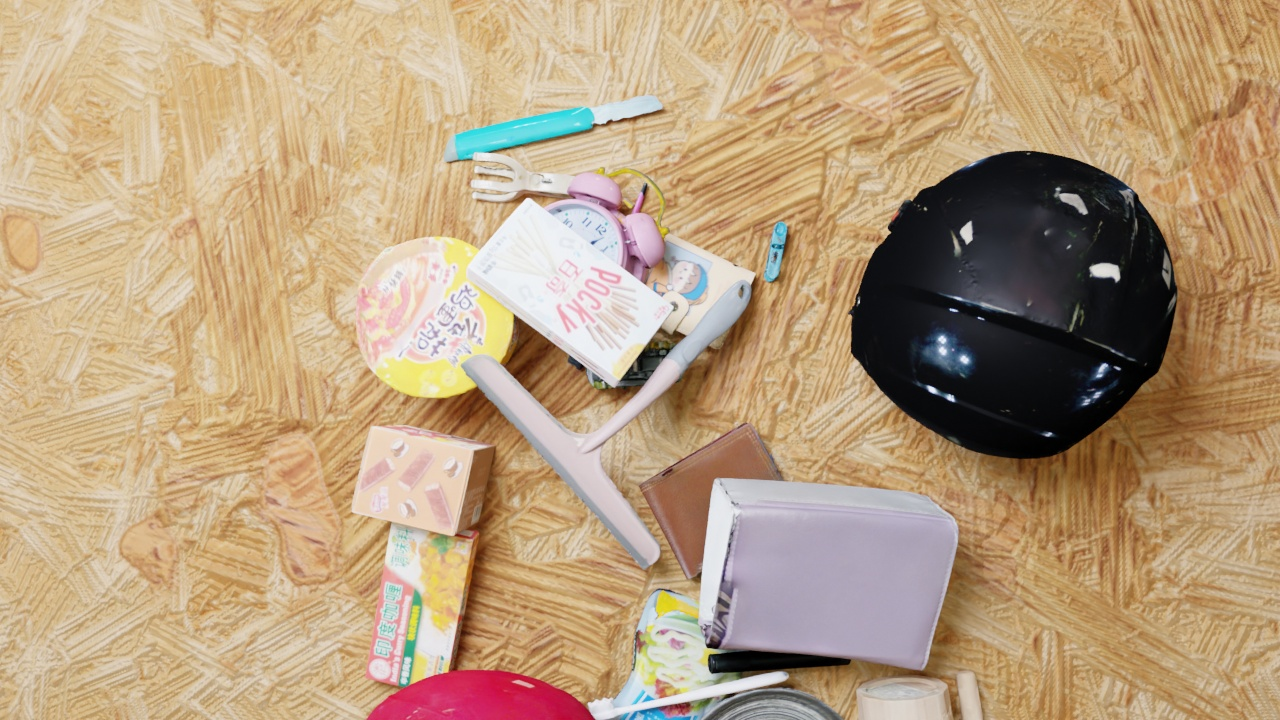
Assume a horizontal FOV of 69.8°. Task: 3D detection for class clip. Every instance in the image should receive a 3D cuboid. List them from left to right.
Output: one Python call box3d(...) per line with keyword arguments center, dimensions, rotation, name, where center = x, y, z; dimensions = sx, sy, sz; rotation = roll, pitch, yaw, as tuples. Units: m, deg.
box3d(center=(-0.118, -0.169, 0.875), dimensions=(0.103, 0.093, 0.035), rotation=(5, 85, -33), name="clip")
box3d(center=(0.126, -0.101, 0.858), dimensions=(0.014, 0.043, 0.056), rotation=(13, 85, 2), name="clip")

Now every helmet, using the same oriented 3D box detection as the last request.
box3d(center=(-0.136, 0.329, 0.768), dimensions=(0.240, 0.207, 0.143), rotation=(-23, 61, 9), name="helmet")
box3d(center=(0.311, -0.057, 0.753), dimensions=(0.233, 0.231, 0.274), rotation=(20, 69, 2), name="helmet")

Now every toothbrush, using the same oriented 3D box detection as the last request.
box3d(center=(-0.030, -0.081, 0.869), dimensions=(0.018, 0.014, 0.189), rotation=(19, 88, 16), name="toothbrush")
box3d(center=(0.042, 0.293, 0.810), dimensions=(0.180, 0.016, 0.016), rotation=(-10, 89, -2), name="toothbrush")

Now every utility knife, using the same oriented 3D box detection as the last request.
box3d(center=(-0.085, -0.223, 0.878), dimensions=(0.216, 0.013, 0.029), rotation=(-11, 85, 5), name="utility knife")

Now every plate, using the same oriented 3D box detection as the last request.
box3d(center=(0.114, 0.379, 0.825), dimensions=(0.179, 0.024, 0.179), rotation=(0, 92, -6), name="plate")

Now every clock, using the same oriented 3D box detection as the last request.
box3d(center=(-0.043, -0.105, 0.835), dimensions=(0.158, 0.060, 0.117), rotation=(-45, 75, 5), name="clock")

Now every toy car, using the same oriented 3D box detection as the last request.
box3d(center=(-0.005, 0.005, 0.851), dimensions=(0.091, 0.036, 0.043), rotation=(-2, 88, 2), name="toy car")

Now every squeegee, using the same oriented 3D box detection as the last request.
box3d(center=(0.018, 0.013, 0.801), dimensions=(0.249, 0.040, 0.247), rotation=(-45, 106, -15), name="squeegee")

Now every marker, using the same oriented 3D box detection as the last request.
box3d(center=(0.126, 0.267, 0.822), dimensions=(0.132, 0.022, 0.020), rotation=(0, 72, -13), name="marker")

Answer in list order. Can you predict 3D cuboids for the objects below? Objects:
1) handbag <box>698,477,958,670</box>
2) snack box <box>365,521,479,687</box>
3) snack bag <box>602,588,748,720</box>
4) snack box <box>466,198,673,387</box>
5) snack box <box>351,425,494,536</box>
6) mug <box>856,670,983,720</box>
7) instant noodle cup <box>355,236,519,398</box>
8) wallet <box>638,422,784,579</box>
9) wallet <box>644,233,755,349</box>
box3d(center=(0.156, 0.182, 0.792), dimensions=(0.197, 0.098, 0.145), rotation=(6, 98, -7), name="handbag")
box3d(center=(-0.201, 0.225, 0.843), dimensions=(0.077, 0.027, 0.156), rotation=(12, 99, 4), name="snack box")
box3d(center=(0.024, 0.312, 0.836), dimensions=(0.110, 0.039, 0.191), rotation=(23, 89, -8), name="snack bag")
box3d(center=(-0.058, -0.057, 0.766), dimensions=(0.157, 0.027, 0.084), rotation=(36, 68, 0), name="snack box")
box3d(center=(-0.193, 0.105, 0.828), dimensions=(0.094, 0.093, 0.077), rotation=(12, 88, 4), name="snack box")
box3d(center=(0.253, 0.336, 0.807), dimensions=(0.124, 0.084, 0.103), rotation=(-5, 85, -22), name="mug")
box3d(center=(-0.172, -0.034, 0.826), dimensions=(0.138, 0.110, 0.138), rotation=(0, 88, 3), name="instant noodle cup")
box3d(center=(0.073, 0.129, 0.845), dimensions=(0.124, 0.032, 0.101), rotation=(-30, 89, 2), name="wallet")
box3d(center=(0.038, -0.067, 0.861), dimensions=(0.115, 0.024, 0.087), rotation=(26, 84, 3), name="wallet")
